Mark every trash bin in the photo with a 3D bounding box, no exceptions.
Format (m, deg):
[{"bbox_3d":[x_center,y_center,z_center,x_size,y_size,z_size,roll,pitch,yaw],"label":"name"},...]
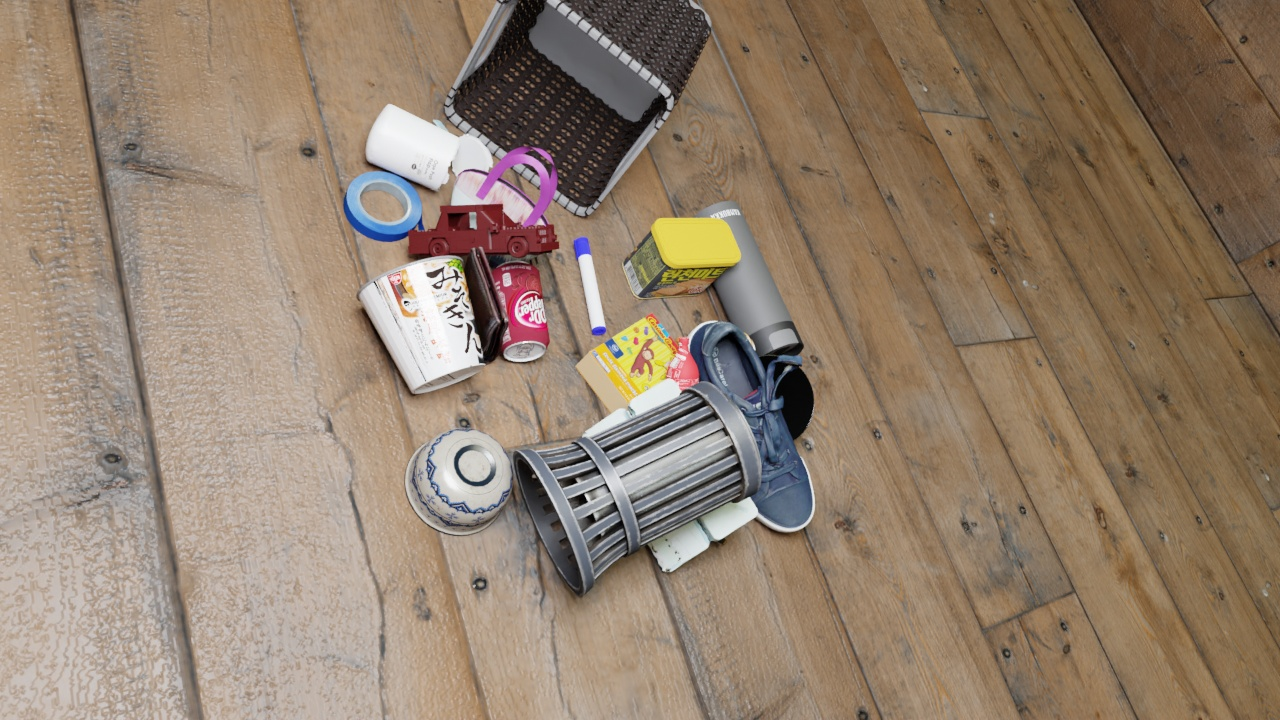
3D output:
[{"bbox_3d":[0.002,0.127,0.989,0.227,0.164,0.164,-23,77,-19],"label":"trash bin"}]

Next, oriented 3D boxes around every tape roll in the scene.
[{"bbox_3d":[-0.313,-0.188,1.117,0.092,0.016,0.091,-3,65,-34],"label":"tape roll"}]

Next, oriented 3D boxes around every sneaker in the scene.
[{"bbox_3d":[0.155,0.082,1.154,0.120,0.127,0.294,-25,93,-13],"label":"sneaker"}]

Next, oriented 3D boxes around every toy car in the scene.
[{"bbox_3d":[-0.185,-0.152,1.078,0.070,0.170,0.062,-31,121,-70],"label":"toy car"}]

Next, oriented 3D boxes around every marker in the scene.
[{"bbox_3d":[-0.068,-0.100,1.223,0.020,0.020,0.141,4,62,-31],"label":"marker"}]

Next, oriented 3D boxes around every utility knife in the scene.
[{"bbox_3d":[-0.225,-0.255,1.219,0.022,0.016,0.168,-31,79,-40],"label":"utility knife"}]

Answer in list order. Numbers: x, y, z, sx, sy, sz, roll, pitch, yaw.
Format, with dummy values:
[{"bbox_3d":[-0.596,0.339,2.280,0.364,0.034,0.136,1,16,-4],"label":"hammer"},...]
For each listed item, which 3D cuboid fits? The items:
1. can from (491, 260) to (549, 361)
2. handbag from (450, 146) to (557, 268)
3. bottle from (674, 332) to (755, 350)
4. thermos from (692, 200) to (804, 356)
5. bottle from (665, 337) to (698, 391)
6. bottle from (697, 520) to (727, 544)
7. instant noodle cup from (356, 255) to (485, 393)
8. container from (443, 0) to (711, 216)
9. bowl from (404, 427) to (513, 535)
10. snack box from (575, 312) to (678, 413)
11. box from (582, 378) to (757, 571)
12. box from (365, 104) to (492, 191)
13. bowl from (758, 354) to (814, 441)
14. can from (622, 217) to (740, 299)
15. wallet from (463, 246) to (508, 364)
[{"bbox_3d":[-0.148,-0.060,1.118,0.063,0.063,0.114,5,61,-31],"label":"can"},{"bbox_3d":[-0.156,-0.195,1.120,0.144,0.170,0.067,37,49,-9],"label":"handbag"},{"bbox_3d":[0.099,-0.011,1.251,0.108,0.063,0.063,3,62,-19],"label":"bottle"},{"bbox_3d":[0.151,-0.107,1.327,0.082,0.082,0.240,-9,69,-36],"label":"thermos"},{"bbox_3d":[0.052,0.042,1.159,0.041,0.042,0.141,-3,100,-34],"label":"bottle"},{"bbox_3d":[0.065,0.194,1.131,0.106,0.025,0.025,39,49,-8],"label":"bottle"},{"bbox_3d":[-0.234,-0.035,1.019,0.123,0.124,0.121,-18,83,-39],"label":"instant noodle cup"},{"bbox_3d":[-0.073,-0.402,1.252,0.245,0.248,0.242,36,46,-10],"label":"container"},{"bbox_3d":[-0.188,0.123,0.985,0.115,0.059,0.115,16,56,-25],"label":"bowl"},{"bbox_3d":[-0.007,0.007,1.184,0.125,0.040,0.088,-34,84,-41],"label":"snack box"},{"bbox_3d":[0.035,0.134,1.092,0.136,0.043,0.197,-32,78,-4],"label":"box"},{"bbox_3d":[-0.259,-0.259,1.154,0.161,0.081,0.091,24,32,-19],"label":"box"},{"bbox_3d":[0.168,0.056,1.250,0.124,0.052,0.124,1,85,-14],"label":"bowl"},{"bbox_3d":[0.054,-0.139,1.270,0.130,0.101,0.072,-7,67,-36],"label":"can"},{"bbox_3d":[-0.182,-0.061,1.059,0.031,0.120,0.099,-14,71,-24],"label":"wallet"}]
